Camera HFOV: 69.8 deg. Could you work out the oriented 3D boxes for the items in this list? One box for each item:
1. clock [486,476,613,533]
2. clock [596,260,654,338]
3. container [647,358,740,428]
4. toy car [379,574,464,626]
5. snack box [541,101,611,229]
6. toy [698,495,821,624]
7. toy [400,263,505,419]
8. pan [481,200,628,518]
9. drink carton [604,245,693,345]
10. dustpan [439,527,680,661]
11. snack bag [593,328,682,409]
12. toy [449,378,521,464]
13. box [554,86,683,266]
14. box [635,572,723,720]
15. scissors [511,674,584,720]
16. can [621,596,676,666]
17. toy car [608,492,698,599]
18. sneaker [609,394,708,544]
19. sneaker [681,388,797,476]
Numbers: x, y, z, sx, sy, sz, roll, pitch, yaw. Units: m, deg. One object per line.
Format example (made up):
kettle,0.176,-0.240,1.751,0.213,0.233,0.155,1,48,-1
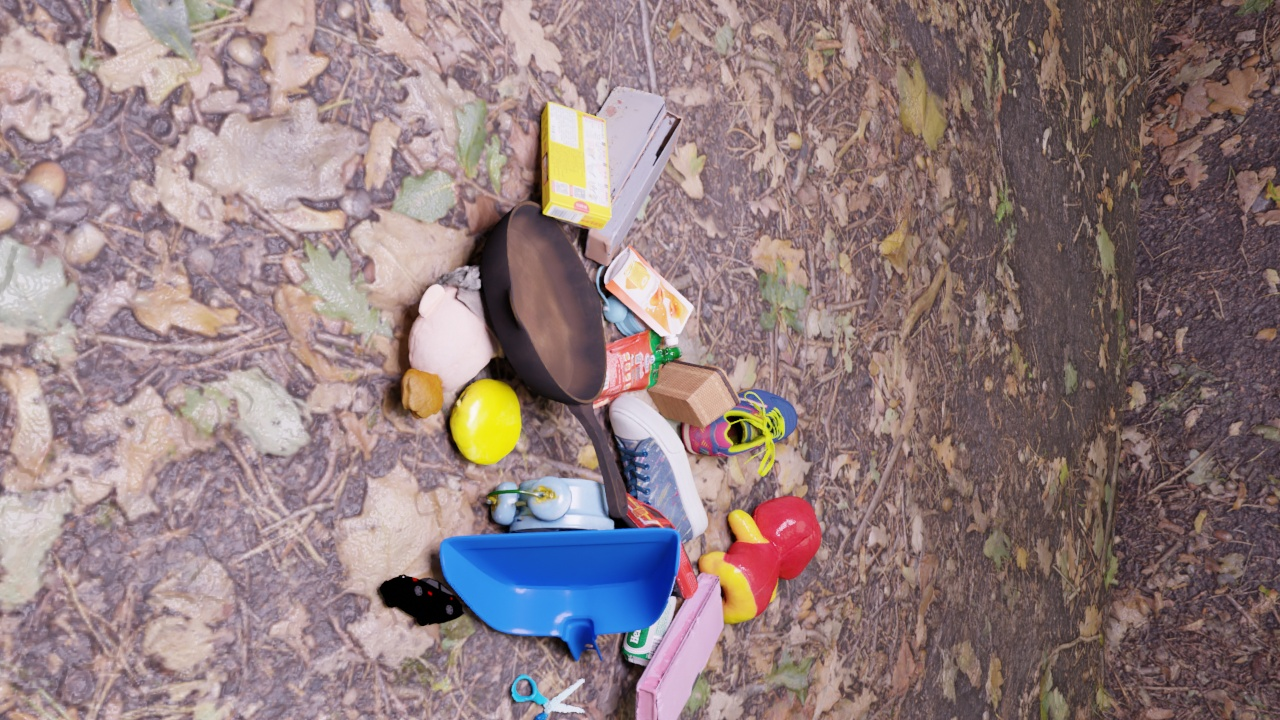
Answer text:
clock,-0.098,0.165,1.014,0.162,0.118,0.060,23,62,-50
clock,-0.013,-0.077,1.163,0.123,0.042,0.087,42,61,-31
container,0.064,0.043,1.192,0.061,0.114,0.063,-44,120,-22
toy car,-0.224,0.241,0.938,0.091,0.042,0.036,45,34,-35
snack box,-0.075,-0.224,1.053,0.075,0.025,0.152,11,57,-25
toy,0.182,0.277,1.316,0.215,0.099,0.148,-35,121,-35
toy,-0.197,-0.017,0.945,0.175,0.076,0.133,-61,141,-30
pan,-0.085,0.004,1.000,0.248,0.043,0.356,-21,94,-72
drink carton,0.014,-0.078,1.131,0.122,0.039,0.069,41,61,-24
dustpan,-0.072,0.270,1.020,0.258,0.245,0.059,81,7,-56
snack bag,-0.007,0.007,1.146,0.154,0.044,0.087,-18,125,-37
toy,-0.166,0.066,0.999,0.094,0.041,0.095,45,58,-41
box,-0.023,-0.225,1.137,0.215,0.095,0.108,-63,151,-25
box,0.055,0.369,1.154,0.232,0.046,0.098,-43,141,-58
scissors,-0.110,0.416,1.073,0.133,0.015,0.103,29,65,-46
can,0.011,0.335,1.166,0.053,0.053,0.101,29,70,-42
toy car,0.008,0.211,1.079,0.056,0.189,0.081,-27,112,-17
sneaker,0.014,0.151,1.152,0.079,0.088,0.235,-42,123,-30
sneaker,0.166,0.098,1.301,0.241,0.091,0.116,-8,92,-46
